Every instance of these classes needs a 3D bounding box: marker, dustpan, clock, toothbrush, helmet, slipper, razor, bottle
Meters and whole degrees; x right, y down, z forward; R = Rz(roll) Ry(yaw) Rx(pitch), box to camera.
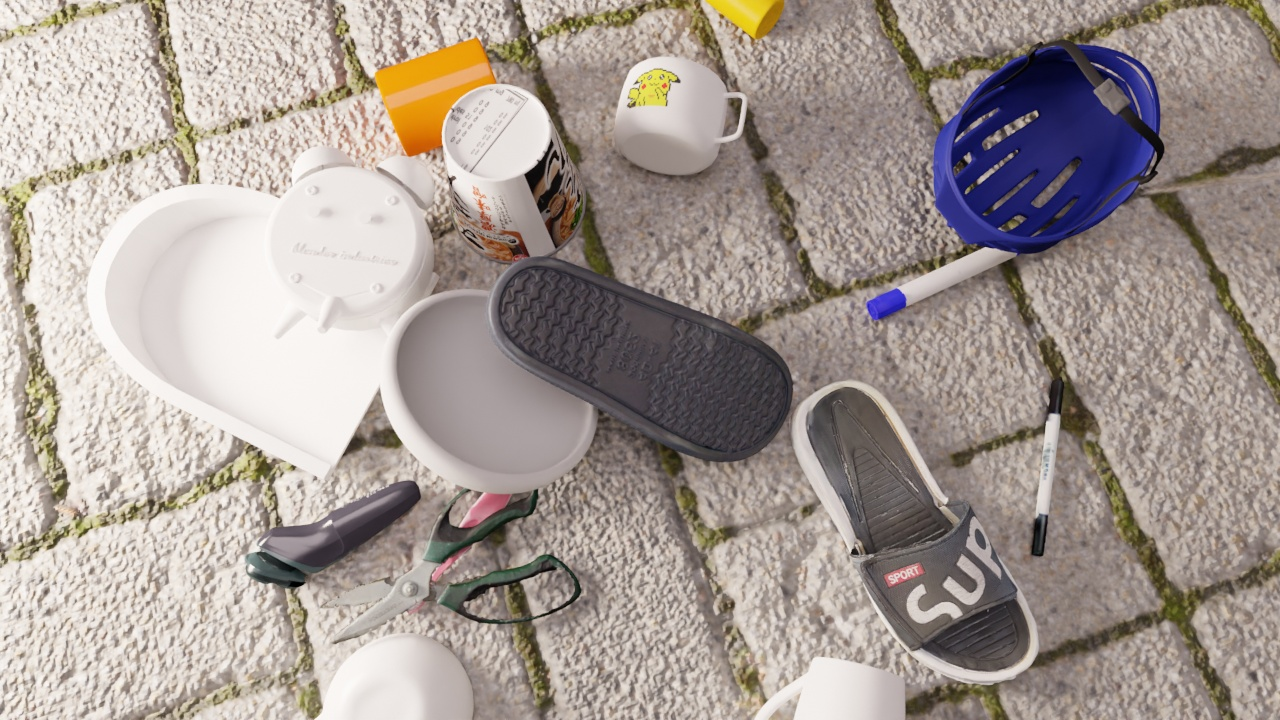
[{"bbox_3d":[0.334,0.085,0.752,0.011,0.011,0.152,13,75,4],"label":"marker"},{"bbox_3d":[-0.330,-0.044,0.765,0.258,0.053,0.191,24,79,13],"label":"dustpan"},{"bbox_3d":[-0.231,-0.093,0.732,0.125,0.073,0.160,7,79,-2],"label":"clock"},{"bbox_3d":[-0.145,0.148,0.739,0.021,0.016,0.135,37,78,1],"label":"toothbrush"},{"bbox_3d":[0.338,-0.183,0.718,0.241,0.228,0.148,-38,85,-12],"label":"helmet"},{"bbox_3d":[-0.004,0.004,0.739,0.268,0.083,0.110,24,78,-19],"label":"slipper"},{"bbox_3d":[-0.243,0.135,0.733,0.142,0.047,0.052,-30,100,-10],"label":"razor"},{"bbox_3d":[0.068,-0.364,0.869,0.143,0.043,0.043,41,78,12],"label":"bottle"},{"bbox_3d":[0.263,-0.072,0.793,0.141,0.020,0.020,-24,75,-6],"label":"marker"},{"bbox_3d":[0.211,0.131,0.716,0.111,0.063,0.263,-26,73,-6],"label":"slipper"}]

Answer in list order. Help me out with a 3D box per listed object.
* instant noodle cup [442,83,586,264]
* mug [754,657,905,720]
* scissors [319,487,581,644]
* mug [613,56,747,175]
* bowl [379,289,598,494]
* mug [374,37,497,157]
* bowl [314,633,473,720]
[{"bbox_3d":[-0.111,-0.161,0.773,0.123,0.122,0.123,0,74,1],"label":"instant noodle cup"},{"bbox_3d":[0.137,0.269,0.676,0.114,0.081,0.087,0,64,33],"label":"mug"},{"bbox_3d":[-0.142,0.184,0.717,0.209,0.015,0.137,-34,86,-14],"label":"scissors"},{"bbox_3d":[0.036,-0.209,0.794,0.116,0.094,0.068,5,74,26],"label":"mug"},{"bbox_3d":[-0.125,0.032,0.729,0.176,0.066,0.176,18,50,-23],"label":"bowl"},{"bbox_3d":[-0.182,-0.246,0.830,0.096,0.078,0.112,-21,47,-5],"label":"mug"},{"bbox_3d":[-0.187,0.264,0.688,0.115,0.051,0.114,0,74,1],"label":"bowl"}]
